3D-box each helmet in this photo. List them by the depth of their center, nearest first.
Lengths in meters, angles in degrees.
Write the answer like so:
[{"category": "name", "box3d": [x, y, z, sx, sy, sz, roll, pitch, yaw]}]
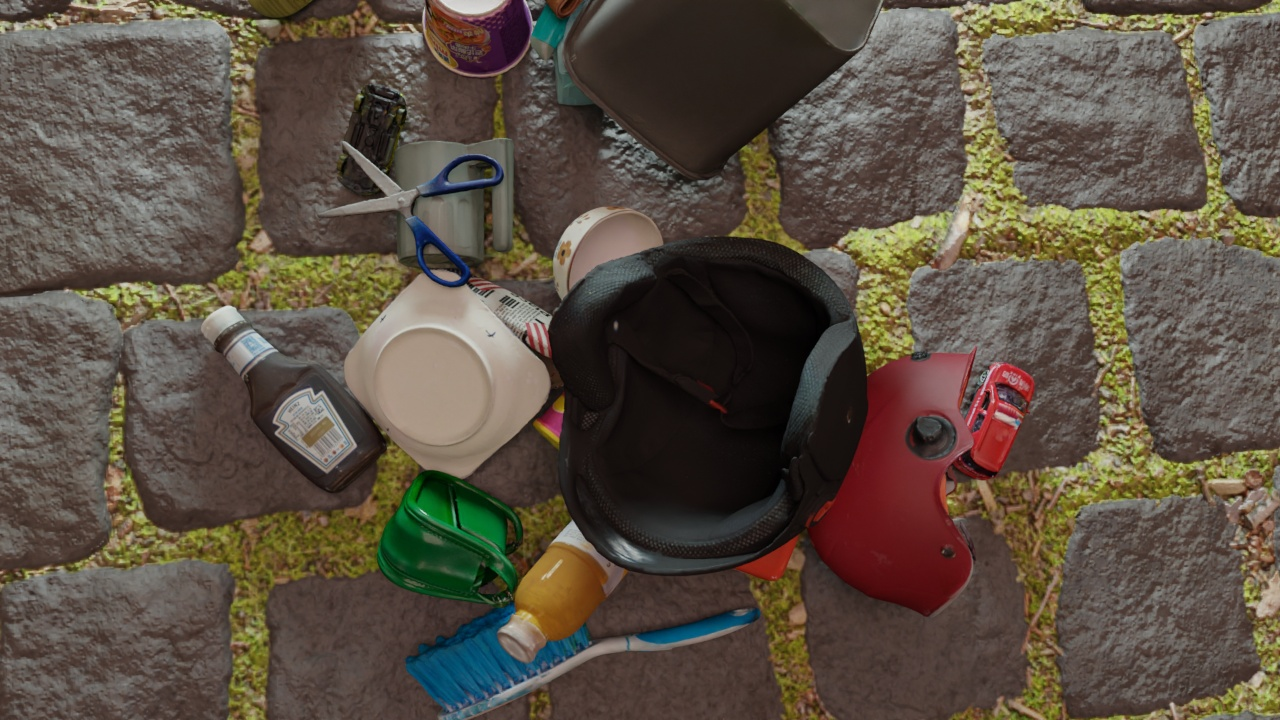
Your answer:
[{"category": "helmet", "box3d": [0.061, 0.040, 0.730, 0.234, 0.230, 0.274, 23, 85, 28]}, {"category": "helmet", "box3d": [0.222, 0.100, 0.820, 0.144, 0.207, 0.239, 6, 77, 16]}]

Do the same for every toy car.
[{"category": "toy car", "box3d": [-0.257, -0.211, 0.882, 0.048, 0.032, 0.105, 17, 93, -4]}, {"category": "toy car", "box3d": [0.352, 0.060, 0.908, 0.053, 0.045, 0.120, 26, 79, -4]}]

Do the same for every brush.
[{"category": "brush", "box3d": [-0.047, 0.252, 0.842, 0.314, 0.060, 0.109, -23, 92, -11]}]

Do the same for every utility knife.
[{"category": "utility knife", "box3d": [-0.048, -0.377, 0.855, 0.029, 0.013, 0.221, 26, 84, 0]}]

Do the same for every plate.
[{"category": "plate", "box3d": [-0.181, 0.020, 0.824, 0.164, 0.034, 0.164, 45, 108, -4]}]

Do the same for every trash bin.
[{"category": "trash bin", "box3d": [0.084, -0.306, 0.798, 0.198, 0.220, 0.198, 36, 64, -21]}]

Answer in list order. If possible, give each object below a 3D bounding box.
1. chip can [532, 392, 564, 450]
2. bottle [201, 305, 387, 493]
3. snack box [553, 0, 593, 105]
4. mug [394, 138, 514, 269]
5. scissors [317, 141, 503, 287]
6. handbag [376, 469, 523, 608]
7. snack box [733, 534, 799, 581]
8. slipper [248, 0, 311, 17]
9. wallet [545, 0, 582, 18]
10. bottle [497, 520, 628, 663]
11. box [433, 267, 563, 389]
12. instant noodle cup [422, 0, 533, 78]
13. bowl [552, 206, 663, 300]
[{"category": "chip can", "box3d": [-0.005, 0.005, 0.862, 0.071, 0.071, 0.210, 42, 81, 0]}, {"category": "bottle", "box3d": [-0.322, 0.031, 0.840, 0.079, 0.044, 0.195, -44, 89, -9]}, {"category": "snack box", "box3d": [-0.064, -0.346, 0.896, 0.051, 0.074, 0.174, -5, 84, -7]}, {"category": "mug", "box3d": [-0.169, -0.143, 0.845, 0.124, 0.083, 0.103, -4, 85, 29]}, {"category": "scissors", "box3d": [-0.197, -0.136, 0.807, 0.162, 0.012, 0.176, -31, 83, 1]}, {"category": "handbag", "box3d": [-0.161, 0.157, 0.799, 0.120, 0.131, 0.068, 27, 96, -9]}, {"category": "snack box", "box3d": [0.095, 0.158, 0.847, 0.080, 0.091, 0.082, 25, 82, -9]}, {"category": "slipper", "box3d": [-0.311, -0.412, 0.872, 0.190, 0.092, 0.081, -45, 87, -6]}, {"category": "wallet", "box3d": [-0.065, -0.395, 0.830, 0.119, 0.035, 0.130, -38, 68, 12]}, {"category": "bottle", "box3d": [-0.051, 0.181, 0.804, 0.068, 0.068, 0.189, 44, 53, 0]}, {"category": "box", "box3d": [-0.126, -0.042, 0.849, 0.163, 0.081, 0.074, 27, 53, 4]}, {"category": "instant noodle cup", "box3d": [-0.159, -0.341, 0.874, 0.111, 0.099, 0.111, 0, 84, -5]}, {"category": "bowl", "box3d": [-0.040, -0.095, 0.865, 0.062, 0.113, 0.113, 33, 78, 40]}]
